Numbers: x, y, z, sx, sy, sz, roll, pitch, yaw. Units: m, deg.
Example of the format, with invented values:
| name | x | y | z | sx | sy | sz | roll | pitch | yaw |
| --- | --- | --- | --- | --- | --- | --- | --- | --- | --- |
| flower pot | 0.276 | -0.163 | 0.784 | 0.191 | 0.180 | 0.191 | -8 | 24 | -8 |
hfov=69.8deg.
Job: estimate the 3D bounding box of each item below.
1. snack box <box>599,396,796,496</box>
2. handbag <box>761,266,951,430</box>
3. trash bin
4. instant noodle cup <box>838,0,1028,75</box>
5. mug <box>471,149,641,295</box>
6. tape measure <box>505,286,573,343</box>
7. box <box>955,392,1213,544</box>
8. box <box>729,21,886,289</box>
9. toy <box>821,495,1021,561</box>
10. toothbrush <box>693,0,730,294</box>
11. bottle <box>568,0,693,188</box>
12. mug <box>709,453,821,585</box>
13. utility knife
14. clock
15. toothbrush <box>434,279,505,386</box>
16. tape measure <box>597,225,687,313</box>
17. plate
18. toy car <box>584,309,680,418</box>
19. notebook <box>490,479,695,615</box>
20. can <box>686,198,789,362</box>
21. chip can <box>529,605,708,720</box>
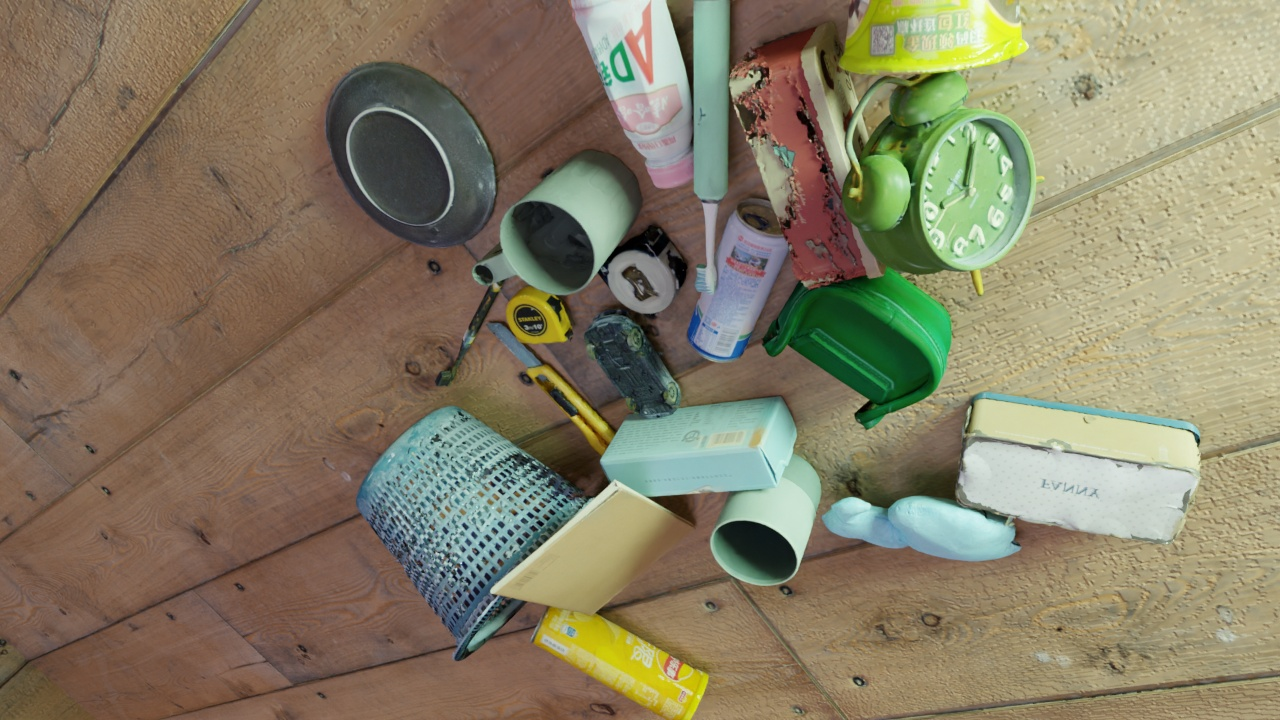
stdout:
| name | x | y | z | sx | sy | sz | roll | pitch | yaw |
| --- | --- | --- | --- | --- | --- | --- | --- | --- | --- |
| snack box | 0.053 | 0.083 | 0.859 | 0.175 | 0.074 | 0.052 | -9 | 120 | 31 |
| handbag | 0.172 | -0.014 | 0.731 | 0.131 | 0.067 | 0.120 | 34 | 133 | 0 |
| trash bin | -0.177 | 0.161 | 0.961 | 0.195 | 0.225 | 0.227 | 42 | 133 | 10 |
| instant noodle cup | 0.172 | -0.242 | 0.540 | 0.112 | 0.111 | 0.123 | 4 | 119 | 24 |
| mug | -0.070 | -0.110 | 0.756 | 0.124 | 0.103 | 0.084 | -15 | 117 | 35 |
| tape measure | -0.097 | -0.043 | 0.869 | 0.060 | 0.028 | 0.057 | -3 | 124 | 28 |
| box | 0.348 | 0.085 | 0.727 | 0.184 | 0.061 | 0.090 | 9 | 128 | 18 |
| box | 0.117 | -0.139 | 0.649 | 0.077 | 0.091 | 0.168 | -10 | 119 | 29 |
| toy | 0.253 | 0.146 | 0.812 | 0.161 | 0.049 | 0.157 | 21 | 159 | -21 |
| toothbrush | 0.052 | -0.155 | 0.683 | 0.027 | 0.026 | 0.225 | 14 | 118 | 32 |
| bottle | -0.003 | -0.221 | 0.665 | 0.068 | 0.068 | 0.197 | -4 | 125 | 29 |
| mug | 0.112 | 0.149 | 0.858 | 0.082 | 0.106 | 0.112 | 36 | 132 | -4 |
| utility knife | -0.080 | 0.038 | 0.931 | 0.215 | 0.015 | 0.033 | 46 | 128 | -11 |
| clock | 0.190 | -0.119 | 0.596 | 0.161 | 0.116 | 0.056 | 29 | 178 | -30 |
| toothbrush | -0.172 | -0.030 | 0.925 | 0.186 | 0.017 | 0.012 | -53 | 56 | 42 |
| tape measure | 0.005 | -0.075 | 0.792 | 0.066 | 0.033 | 0.066 | -28 | 109 | 40 |
| plate | -0.214 | -0.177 | 0.830 | 0.179 | 0.024 | 0.180 | 13 | 129 | 17 |
| toy car | -0.005 | 0.005 | 0.856 | 0.054 | 0.036 | 0.121 | -12 | 125 | 32 |
| notebook | -0.037 | 0.189 | 0.888 | 0.149 | 0.211 | 0.012 | -41 | 61 | 4 |
| can | 0.081 | -0.063 | 0.749 | 0.053 | 0.053 | 0.135 | 25 | 132 | 7 |
| chip can | -0.027 | 0.363 | 1.113 | 0.213 | 0.071 | 0.072 | 27 | 132 | 5 |
